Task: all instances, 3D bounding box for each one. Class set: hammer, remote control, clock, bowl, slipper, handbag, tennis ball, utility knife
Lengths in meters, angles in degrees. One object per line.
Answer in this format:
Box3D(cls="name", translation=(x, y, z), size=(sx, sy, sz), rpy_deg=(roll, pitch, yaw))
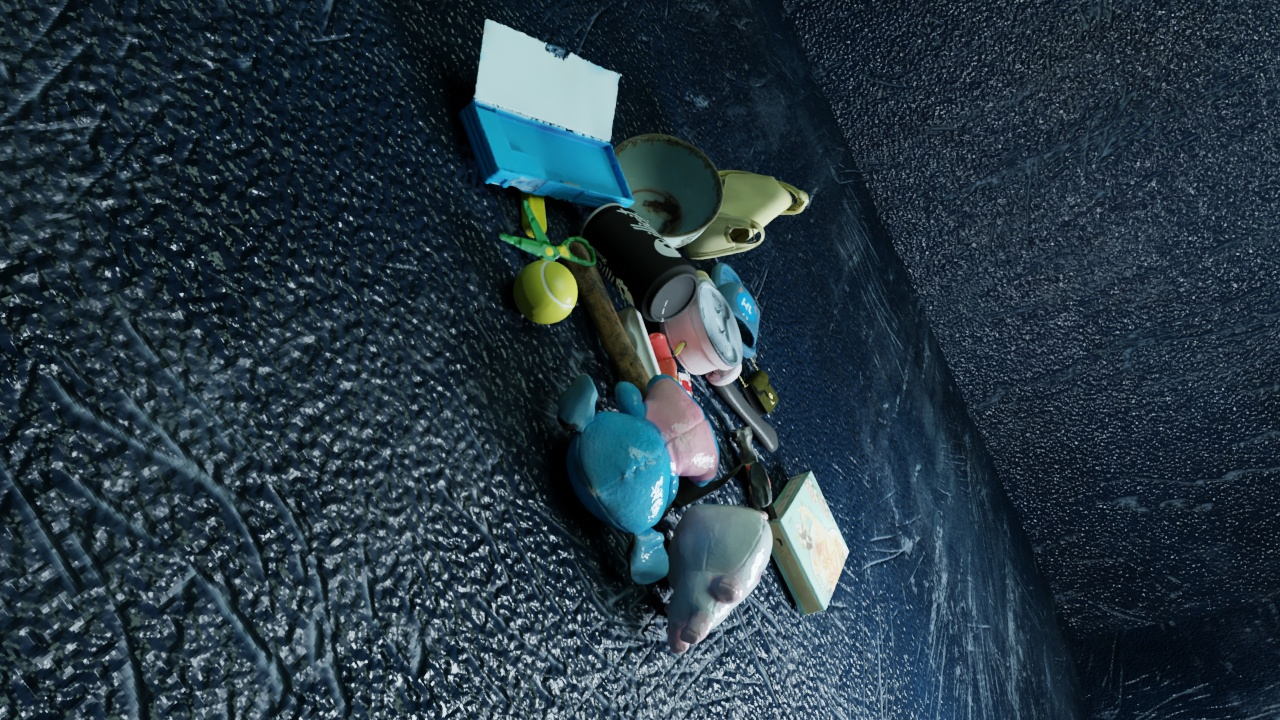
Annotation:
Box3D(cls="hammer", translation=(0.117, 0.038, 1.300), size=(0.311, 0.030, 0.124), rpy_deg=(48, 32, -36))
Box3D(cls="remote control", translation=(-0.006, 0.006, 1.065), size=(0.022, 0.050, 0.133), rpy_deg=(-3, 73, -64))
Box3D(cls="clock", translation=(0.089, -0.031, 1.195), size=(0.158, 0.059, 0.116), rpy_deg=(33, 43, -52))
Box3D(cls="hammer", translation=(-0.004, 0.007, 1.036), size=(0.330, 0.120, 0.033), rpy_deg=(64, -14, 7))
Box3D(cls="hammer", translation=(0.142, 0.145, 1.127), size=(0.333, 0.033, 0.133), rpy_deg=(40, 35, -82))
Box3D(cls="bowl", translation=(0.020, -0.206, 1.209), size=(0.094, 0.159, 0.159), rpy_deg=(114, -32, -64))
Box3D(cls="slipper", translation=(0.148, -0.081, 1.402), size=(0.104, 0.059, 0.213), rpy_deg=(46, 26, -26))
Box3D(cls="handbag", translation=(0.157, -0.002, 1.413), size=(0.178, 0.027, 0.083), rpy_deg=(60, 27, -5))
Box3D(cls="tennis ball", translation=(-0.097, -0.070, 0.936), size=(0.065, 0.065, 0.065), rpy_deg=(42, 36, -41))
Box3D(cls="utility knife", translation=(-0.126, -0.215, 1.048), size=(0.028, 0.020, 0.174), rpy_deg=(30, 46, -48))
Box3D(cls="handbag", translation=(0.138, -0.229, 1.394), size=(0.232, 0.191, 0.088), rpy_deg=(-42, 124, -49))

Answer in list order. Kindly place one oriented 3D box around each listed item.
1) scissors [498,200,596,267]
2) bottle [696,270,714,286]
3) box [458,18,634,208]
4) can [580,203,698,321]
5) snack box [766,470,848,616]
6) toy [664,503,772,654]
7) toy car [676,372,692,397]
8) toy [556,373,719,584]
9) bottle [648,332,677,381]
Box3D(cls="scissors", translation=(-0.102, -0.109, 0.995), size=(0.126, 0.012, 0.123), rpy_deg=(14, 76, -37))
Box3D(cls="bottle", translation=(0.094, -0.088, 1.307), size=(0.042, 0.043, 0.110), rpy_deg=(44, 13, -39))
Box3D(cls="box", translation=(-0.104, -0.266, 1.045), size=(0.243, 0.060, 0.175), rpy_deg=(0, 84, -56))
Box3D(cls="can", translation=(-0.003, -0.116, 1.074), size=(0.146, 0.080, 0.080), rpy_deg=(48, 14, 32))
Box3D(cls="snack box", translation=(0.242, 0.262, 1.341), size=(0.141, 0.044, 0.193), rpy_deg=(64, 27, -3))
Box3D(cls="toy", translation=(0.073, 0.226, 0.967), size=(0.101, 0.139, 0.179), rpy_deg=(38, 45, -12))
Box3D(cls="toy car", translation=(0.057, 0.062, 1.170), size=(0.038, 0.025, 0.089), rpy_deg=(10, 62, -60))
Box3D(cls="toy", translation=(0.007, 0.106, 0.936), size=(0.190, 0.099, 0.224), rpy_deg=(-25, 92, -45))
Box3D(cls="bottle", translation=(0.028, 0.034, 1.102), size=(0.071, 0.048, 0.134), rpy_deg=(130, -62, -82))
